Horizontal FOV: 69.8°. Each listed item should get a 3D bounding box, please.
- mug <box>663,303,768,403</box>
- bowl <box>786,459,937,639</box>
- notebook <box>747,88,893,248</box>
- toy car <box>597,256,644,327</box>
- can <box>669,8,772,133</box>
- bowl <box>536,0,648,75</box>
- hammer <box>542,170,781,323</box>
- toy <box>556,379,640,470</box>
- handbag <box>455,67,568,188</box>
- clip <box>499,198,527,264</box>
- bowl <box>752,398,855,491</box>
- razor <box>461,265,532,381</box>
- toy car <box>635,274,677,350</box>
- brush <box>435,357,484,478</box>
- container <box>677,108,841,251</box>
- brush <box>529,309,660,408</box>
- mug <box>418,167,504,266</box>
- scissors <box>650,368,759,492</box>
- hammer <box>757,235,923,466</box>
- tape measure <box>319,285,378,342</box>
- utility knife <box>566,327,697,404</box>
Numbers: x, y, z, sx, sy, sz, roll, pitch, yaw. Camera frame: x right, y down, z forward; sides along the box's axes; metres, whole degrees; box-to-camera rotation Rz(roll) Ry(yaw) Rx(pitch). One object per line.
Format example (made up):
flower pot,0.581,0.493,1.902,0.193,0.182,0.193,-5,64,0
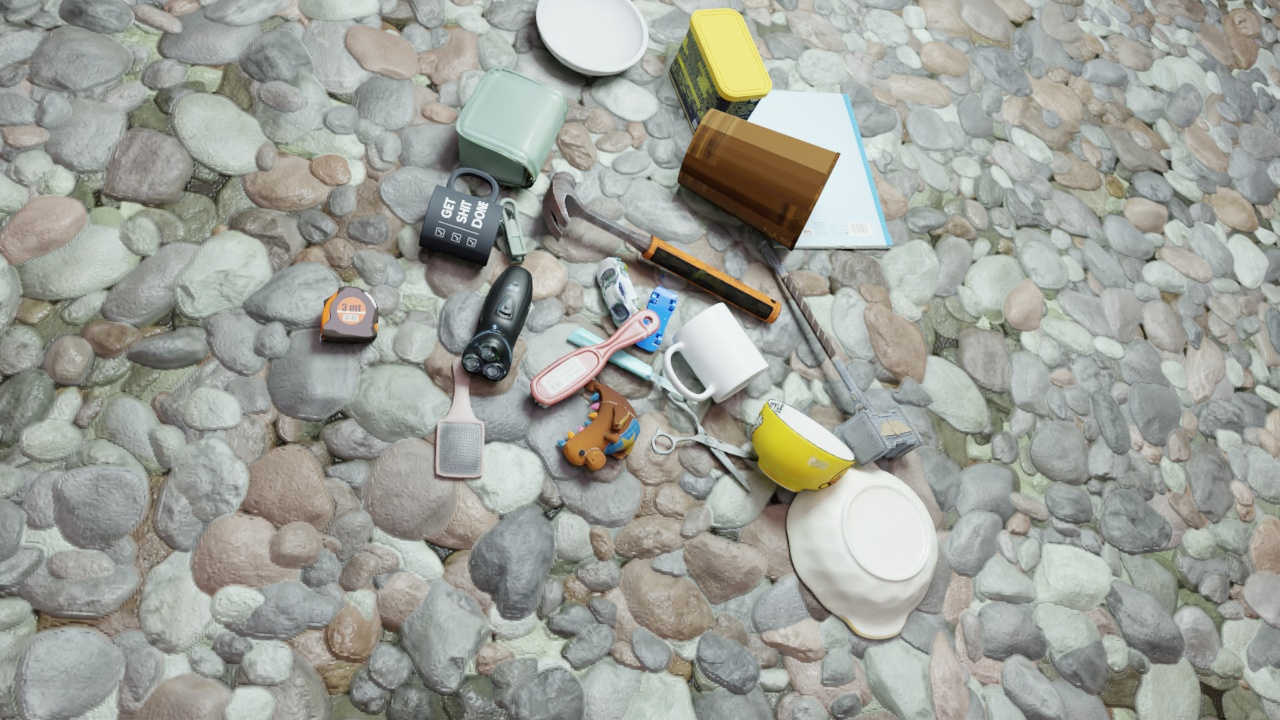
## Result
mug,0.077,0.000,1.048,0.110,0.074,0.090,-30,79,-26
bowl,0.263,0.198,1.032,0.188,0.060,0.219,2,67,-18
notebook,0.235,-0.264,1.253,0.181,0.009,0.253,-2,68,-18
toy car,-0.027,-0.079,1.065,0.027,0.039,0.089,-7,68,-44
can,0.100,-0.370,1.200,0.075,0.105,0.135,-12,72,-23
bowl,-0.067,-0.427,1.205,0.149,0.043,0.149,7,66,-15
hammer,0.029,-0.120,1.084,0.314,0.035,0.137,26,28,-12
toy,-0.053,0.069,0.999,0.090,0.071,0.103,-33,57,-15
handbag,-0.155,-0.274,1.094,0.106,0.067,0.121,20,62,1
clip,-0.150,-0.150,1.066,0.023,0.042,0.075,-8,71,-23
bowl,0.173,0.103,1.026,0.117,0.117,0.068,31,104,-3
razor,-0.151,-0.045,0.998,0.053,0.064,0.140,20,64,-10
toy car,0.017,-0.059,1.090,0.033,0.062,0.092,22,92,-10
brush,-0.189,0.057,0.968,0.049,0.015,0.135,4,66,-17
container,0.143,-0.231,1.141,0.167,0.132,0.132,26,61,5
brush,-0.050,-0.003,1.021,0.172,0.030,0.041,-34,80,-19
mug,-0.196,-0.166,1.028,0.077,0.071,0.105,17,73,-11
scissors,0.073,0.078,1.048,0.141,0.014,0.158,2,62,-25
hammer,0.223,-0.024,1.118,0.098,0.044,0.322,-2,58,-49
tape measure,-0.306,-0.046,0.964,0.058,0.038,0.058,0,81,-18
utility knife,-0.006,0.006,1.045,0.165,0.015,0.022,28,60,1
